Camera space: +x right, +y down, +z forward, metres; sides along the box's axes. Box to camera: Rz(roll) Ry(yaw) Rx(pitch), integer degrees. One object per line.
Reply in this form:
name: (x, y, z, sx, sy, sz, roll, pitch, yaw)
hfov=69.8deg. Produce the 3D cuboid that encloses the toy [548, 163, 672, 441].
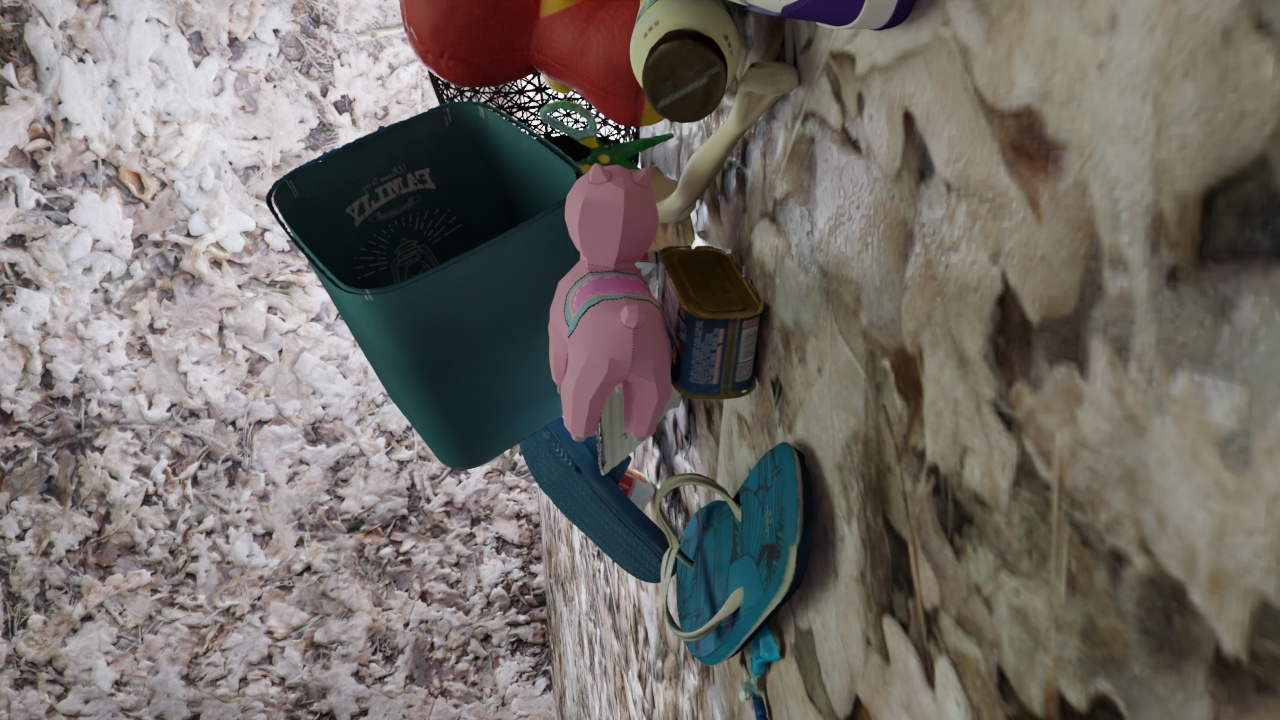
toy: (-0.017, -0.038, 0.565, 0.123, 0.067, 0.158, -117, 32, -60)

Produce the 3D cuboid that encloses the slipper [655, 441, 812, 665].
slipper: (0.042, 0.131, 0.595, 0.296, 0.060, 0.118, 111, 159, -65)

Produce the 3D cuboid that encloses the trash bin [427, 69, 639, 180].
trash bin: (-0.093, -0.273, 0.805, 0.216, 0.217, 0.244, -110, 12, -55)

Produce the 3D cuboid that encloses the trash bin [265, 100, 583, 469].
trash bin: (-0.146, -0.052, 0.736, 0.199, 0.196, 0.219, 42, 153, 39)

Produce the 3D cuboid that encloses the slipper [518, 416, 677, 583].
slipper: (-0.040, 0.120, 0.863, 0.213, 0.059, 0.104, 49, 143, -1)

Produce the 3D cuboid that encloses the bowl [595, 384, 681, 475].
bowl: (-0.005, 0.004, 0.766, 0.177, 0.071, 0.177, 174, 92, -86)

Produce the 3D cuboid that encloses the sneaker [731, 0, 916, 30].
sneaker: (0.022, -0.196, 0.395, 0.244, 0.111, 0.092, -121, 22, -56)

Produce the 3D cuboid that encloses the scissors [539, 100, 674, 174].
scissors: (-0.034, -0.171, 0.743, 0.127, 0.126, 0.011, 51, -146, -47)

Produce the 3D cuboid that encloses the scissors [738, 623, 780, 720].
scissors: (0.076, 0.217, 0.607, 0.128, 0.014, 0.133, 103, 158, -59)

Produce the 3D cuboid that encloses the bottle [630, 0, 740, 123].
bottle: (0.024, -0.174, 0.490, 0.161, 0.056, 0.057, -85, -2, -55)

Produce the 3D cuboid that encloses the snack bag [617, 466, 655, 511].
snack bag: (-0.046, 0.114, 0.945, 0.036, 0.116, 0.077, -63, 10, -1)

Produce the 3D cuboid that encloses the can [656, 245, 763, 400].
can: (0.041, -0.026, 0.579, 0.099, 0.054, 0.059, -111, 21, -55)

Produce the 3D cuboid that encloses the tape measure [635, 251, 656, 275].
tape measure: (-0.018, -0.089, 0.844, 0.060, 0.062, 0.020, 117, 147, -81)

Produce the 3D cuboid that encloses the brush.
brush: (0.036, -0.122, 0.580, 0.077, 0.062, 0.273, 68, 164, 1)

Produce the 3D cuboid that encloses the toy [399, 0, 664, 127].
toy: (-0.068, -0.234, 0.629, 0.148, 0.216, 0.098, 104, -178, -56)
